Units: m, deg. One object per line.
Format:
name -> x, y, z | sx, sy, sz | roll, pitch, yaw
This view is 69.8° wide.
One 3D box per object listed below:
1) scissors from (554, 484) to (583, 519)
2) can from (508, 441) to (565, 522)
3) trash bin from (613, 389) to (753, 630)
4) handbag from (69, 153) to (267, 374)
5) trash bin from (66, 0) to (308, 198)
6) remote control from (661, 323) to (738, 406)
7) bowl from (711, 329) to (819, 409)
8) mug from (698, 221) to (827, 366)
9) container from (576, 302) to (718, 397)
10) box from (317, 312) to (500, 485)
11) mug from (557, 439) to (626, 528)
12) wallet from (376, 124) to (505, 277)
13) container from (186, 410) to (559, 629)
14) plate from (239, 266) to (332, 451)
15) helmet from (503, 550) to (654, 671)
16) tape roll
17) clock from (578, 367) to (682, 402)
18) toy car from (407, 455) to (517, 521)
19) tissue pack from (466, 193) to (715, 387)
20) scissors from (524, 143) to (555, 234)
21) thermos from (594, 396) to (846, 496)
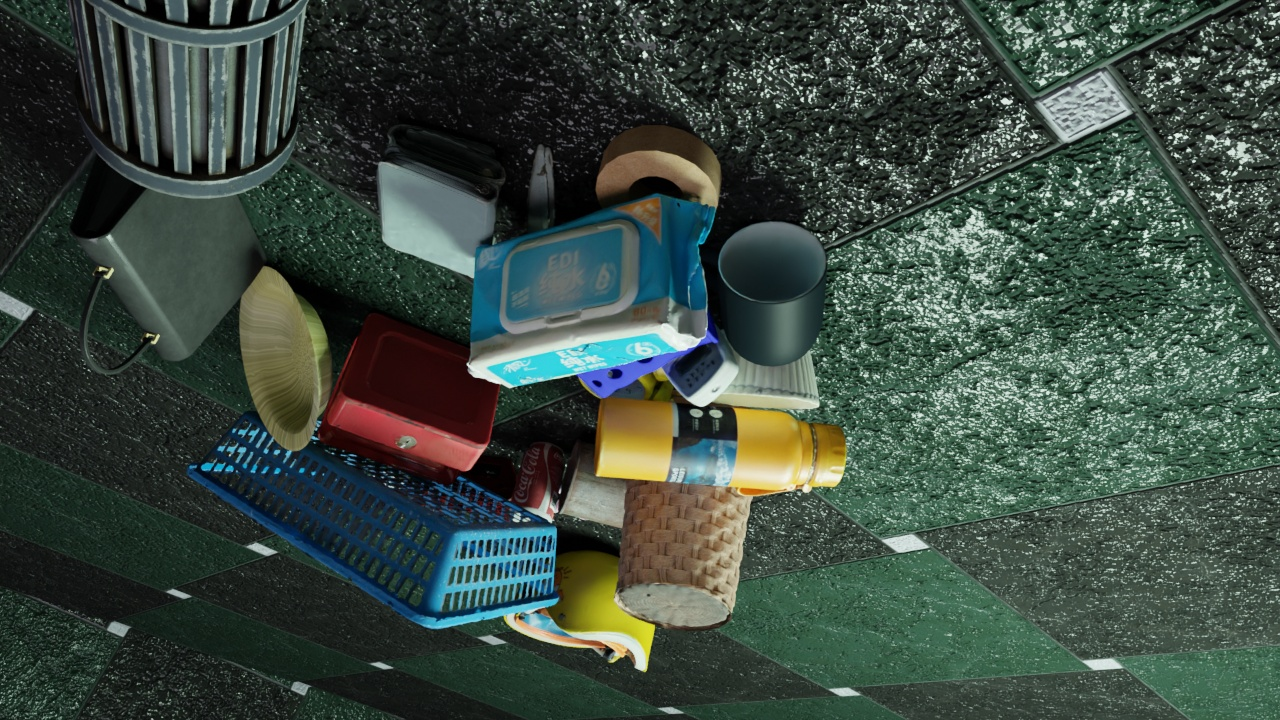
scissors -> -0.096, 0.162, 1.191 | 0.101, 0.016, 0.179 | 10, 147, 3
can -> -0.123, 0.150, 1.105 | 0.054, 0.096, 0.054 | 8, 147, 5
trash bin -> 0.046, 0.157, 0.963 | 0.151, 0.209, 0.151 | 8, 146, 5
handbag -> -0.411, -0.074, 0.769 | 0.072, 0.195, 0.176 | 9, 147, 4
trash bin -> -0.273, -0.216, 0.557 | 0.164, 0.164, 0.228 | 21, 149, -15
remote control -> 0.044, -0.011, 0.805 | 0.028, 0.114, 0.060 | 29, 113, -40
bowl -> 0.106, 0.007, 0.831 | 0.115, 0.062, 0.115 | 5, 173, 1
mug -> 0.093, -0.059, 0.756 | 0.122, 0.085, 0.095 | 29, 154, 25
container -> -0.008, -0.037, 0.772 | 0.114, 0.085, 0.084 | -28, 135, 16
box -> -0.231, 0.035, 0.942 | 0.157, 0.136, 0.127 | 20, 154, -16
mug -> -0.041, 0.160, 1.097 | 0.110, 0.096, 0.123 | 19, 139, -5
wallet -> -0.162, -0.126, 0.750 | 0.100, 0.054, 0.132 | 23, 148, -4
container -> -0.273, 0.158, 1.008 | 0.362, 0.089, 0.257 | 23, -179, 25
plate -> -0.348, -0.004, 0.920 | 0.036, 0.184, 0.185 | -13, 167, -42
helmet -> -0.082, 0.356, 1.369 | 0.241, 0.139, 0.209 | -6, 145, 46
tape roll -> 0.014, -0.135, 0.703 | 0.094, 0.027, 0.094 | 8, 146, 5
clock -> -0.005, 0.005, 0.889 | 0.119, 0.057, 0.083 | 16, 146, 4
toy car -> -0.207, 0.163, 1.181 | 0.170, 0.061, 0.070 | 6, 146, 8
tissue pack -> -0.040, -0.052, 0.702 | 0.210, 0.116, 0.066 | -11, 155, 25
scissors -> -0.097, -0.099, 0.795 | 0.114, 0.016, 0.229 | 22, 140, 17
thermos -> 0.074, 0.084, 0.880 | 0.232, 0.076, 0.092 | 5, 159, -6
